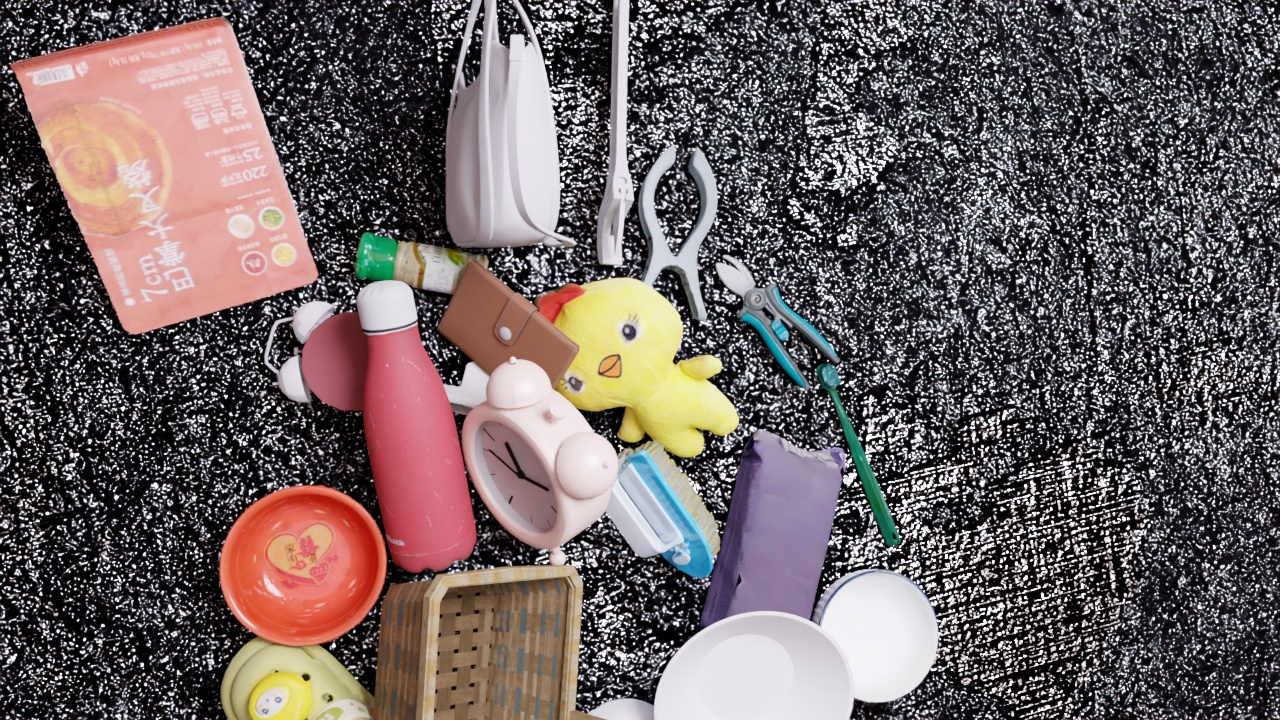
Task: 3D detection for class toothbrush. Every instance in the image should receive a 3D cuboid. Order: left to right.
[{"bbox_3d":[0.213,0.091,0.890,0.016,0.017,0.190,-23,91,-12],"label":"toothbrush"}]

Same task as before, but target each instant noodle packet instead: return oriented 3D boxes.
[{"bbox_3d":[-0.381,-0.148,0.759,0.164,0.084,0.221,-20,100,-17],"label":"instant noodle packet"}]

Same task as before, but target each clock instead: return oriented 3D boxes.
[{"bbox_3d":[-0.254,-0.001,0.785,0.124,0.044,0.087,14,84,-11],"label":"clock"},{"bbox_3d":[-0.078,0.080,0.752,0.086,0.161,0.131,-33,70,-32],"label":"clock"}]

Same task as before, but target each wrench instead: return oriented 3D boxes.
[{"bbox_3d":[-0.022,-0.219,0.841,0.018,0.087,0.273,4,76,-12],"label":"wrench"}]

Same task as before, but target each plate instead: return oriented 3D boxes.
[{"bbox_3d":[0.096,0.287,0.800,0.174,0.036,0.174,-2,105,-7],"label":"plate"}]

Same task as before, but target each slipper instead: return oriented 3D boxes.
[{"bbox_3d":[-0.260,0.306,0.749,0.190,0.082,0.091,42,82,-9],"label":"slipper"}]

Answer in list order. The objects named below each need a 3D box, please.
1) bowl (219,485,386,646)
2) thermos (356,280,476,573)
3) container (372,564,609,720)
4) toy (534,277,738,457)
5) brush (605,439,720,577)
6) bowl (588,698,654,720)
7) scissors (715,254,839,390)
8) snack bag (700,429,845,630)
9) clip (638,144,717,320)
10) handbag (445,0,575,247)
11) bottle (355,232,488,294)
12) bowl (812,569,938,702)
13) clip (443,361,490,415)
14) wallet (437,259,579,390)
[{"bbox_3d":[-0.278,0.169,0.769,0.130,0.045,0.130,1,87,-12],"label":"bowl"},{"bbox_3d":[-0.188,0.053,0.748,0.073,0.073,0.240,-11,107,-12],"label":"thermos"},{"bbox_3d":[-0.108,0.287,0.710,0.157,0.187,0.250,8,84,-45],"label":"container"},{"bbox_3d":[-0.005,0.005,0.810,0.134,0.092,0.207,-40,98,24],"label":"toy"},{"bbox_3d":[0.019,0.143,0.812,0.136,0.056,0.075,55,39,-13],"label":"brush"},{"bbox_3d":[-0.009,0.363,0.805,0.113,0.063,0.113,1,86,-13],"label":"bowl"},{"bbox_3d":[0.127,-0.034,0.875,0.131,0.019,0.149,4,87,-1],"label":"scissors"},{"bbox_3d":[0.126,0.172,0.846,0.096,0.058,0.205,15,85,-10],"label":"snack bag"},{"bbox_3d":[0.017,-0.121,0.858,0.106,0.028,0.163,2,86,-10],"label":"clip"},{"bbox_3d":[-0.107,-0.203,0.741,0.095,0.216,0.222,-4,97,-21],"label":"handbag"},{"bbox_3d":[-0.191,-0.082,0.803,0.111,0.043,0.043,10,85,-11],"label":"bottle"},{"bbox_3d":[0.209,0.251,0.857,0.118,0.062,0.118,1,86,-12],"label":"bowl"},{"bbox_3d":[-0.143,0.028,0.813,0.102,0.057,0.054,16,108,-11],"label":"clip"},{"bbox_3d":[-0.116,-0.019,0.787,0.121,0.088,0.013,39,35,8],"label":"wallet"}]
